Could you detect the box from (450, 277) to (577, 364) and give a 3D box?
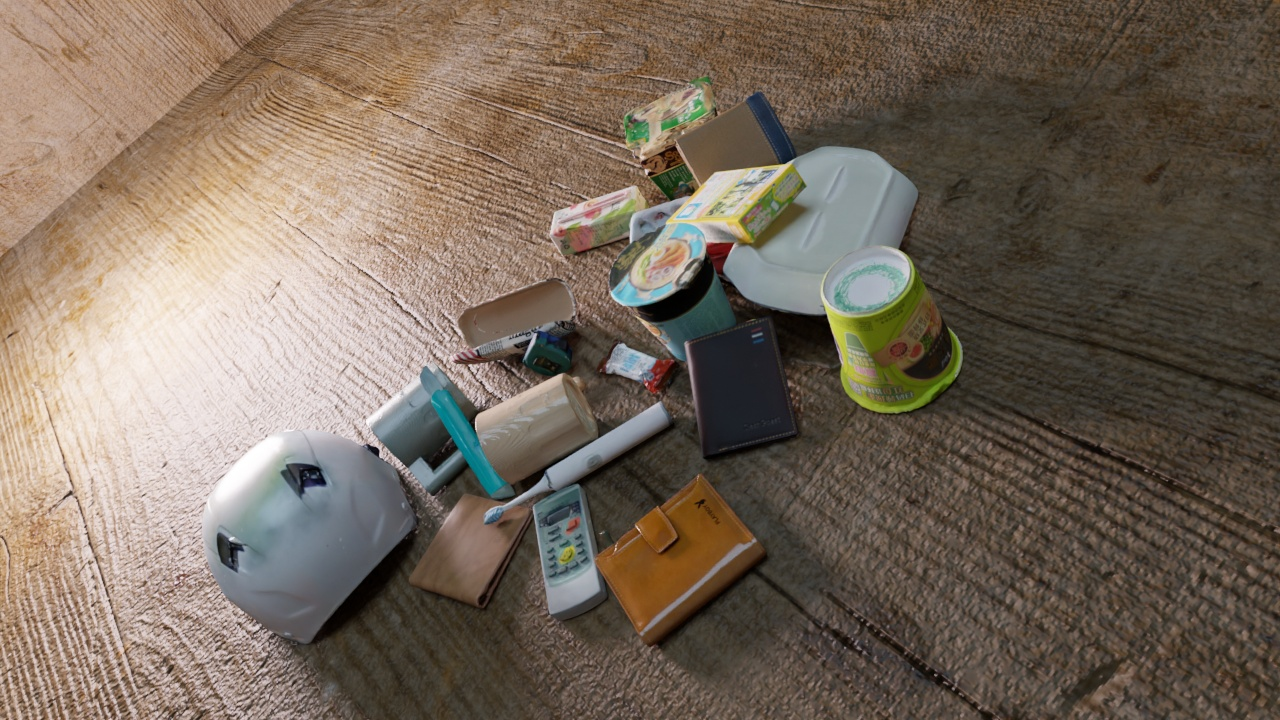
[{"bbox_3d":[-0.155,-0.040,1.097,0.162,0.075,0.086,-15,16,19],"label":"box"}]

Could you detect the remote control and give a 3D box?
[{"bbox_3d":[-0.070,0.183,0.887,0.056,0.019,0.135,-27,43,10],"label":"remote control"}]

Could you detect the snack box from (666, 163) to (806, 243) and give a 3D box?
[{"bbox_3d":[0.096,-0.161,0.948,0.086,0.034,0.141,-47,24,-16],"label":"snack box"}]

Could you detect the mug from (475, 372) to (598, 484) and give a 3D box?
[{"bbox_3d":[-0.108,0.065,0.983,0.103,0.084,0.124,-27,17,8],"label":"mug"}]

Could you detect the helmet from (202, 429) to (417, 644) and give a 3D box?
[{"bbox_3d":[-0.393,0.169,1.020,0.229,0.146,0.259,-45,43,-9],"label":"helmet"}]

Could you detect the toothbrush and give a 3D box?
[{"bbox_3d":[-0.067,0.109,0.938,0.221,0.027,0.026,-31,12,3],"label":"toothbrush"}]

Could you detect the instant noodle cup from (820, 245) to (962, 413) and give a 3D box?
[{"bbox_3d":[0.215,-0.033,0.810,0.112,0.123,0.111,-18,46,19],"label":"instant noodle cup"}]

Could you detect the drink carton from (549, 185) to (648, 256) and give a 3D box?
[{"bbox_3d":[-0.053,-0.180,1.175,0.123,0.045,0.053,-14,46,23],"label":"drink carton"}]

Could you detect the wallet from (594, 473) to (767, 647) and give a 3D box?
[{"bbox_3d":[0.030,0.173,0.824,0.130,0.035,0.119,-39,48,-3],"label":"wallet"}]

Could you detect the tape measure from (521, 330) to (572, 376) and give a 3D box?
[{"bbox_3d":[-0.106,-0.005,1.048,0.058,0.054,0.025,124,163,-49],"label":"tape measure"}]

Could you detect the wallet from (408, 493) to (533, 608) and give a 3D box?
[{"bbox_3d":[-0.173,0.193,0.949,0.101,0.020,0.115,5,54,35],"label":"wallet"}]

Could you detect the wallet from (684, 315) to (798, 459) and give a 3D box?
[{"bbox_3d":[0.096,0.026,0.888,0.096,0.020,0.122,-17,68,22],"label":"wallet"}]

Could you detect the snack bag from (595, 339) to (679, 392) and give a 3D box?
[{"bbox_3d":[-0.006,0.006,0.995,0.105,0.026,0.045,21,76,44],"label":"snack bag"}]

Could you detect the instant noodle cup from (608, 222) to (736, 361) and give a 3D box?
[{"bbox_3d":[0.042,-0.062,0.953,0.111,0.120,0.111,-19,44,19],"label":"instant noodle cup"}]

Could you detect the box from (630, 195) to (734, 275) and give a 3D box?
[{"bbox_3d":[0.072,-0.137,1.046,0.201,0.069,0.157,-11,40,24],"label":"box"}]

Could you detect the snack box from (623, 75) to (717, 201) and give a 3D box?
[{"bbox_3d":[0.056,-0.260,1.131,0.118,0.105,0.117,-21,43,15],"label":"snack box"}]

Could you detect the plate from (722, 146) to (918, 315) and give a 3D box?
[{"bbox_3d":[0.187,-0.146,0.939,0.162,0.034,0.264,14,49,22],"label":"plate"}]

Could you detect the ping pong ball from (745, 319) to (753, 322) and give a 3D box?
[{"bbox_3d":[0.117,-0.022,0.927,0.040,0.040,0.040,-18,45,19],"label":"ping pong ball"}]

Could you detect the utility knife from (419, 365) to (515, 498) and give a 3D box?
[{"bbox_3d":[-0.194,0.079,1.007,0.029,0.013,0.185,-37,72,2],"label":"utility knife"}]

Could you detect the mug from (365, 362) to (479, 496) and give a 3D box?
[{"bbox_3d":[-0.238,0.078,1.058,0.103,0.084,0.124,-43,69,-9],"label":"mug"}]

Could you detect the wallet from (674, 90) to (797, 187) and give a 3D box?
[{"bbox_3d":[0.108,-0.239,1.037,0.115,0.090,0.033,-30,-1,-2],"label":"wallet"}]
